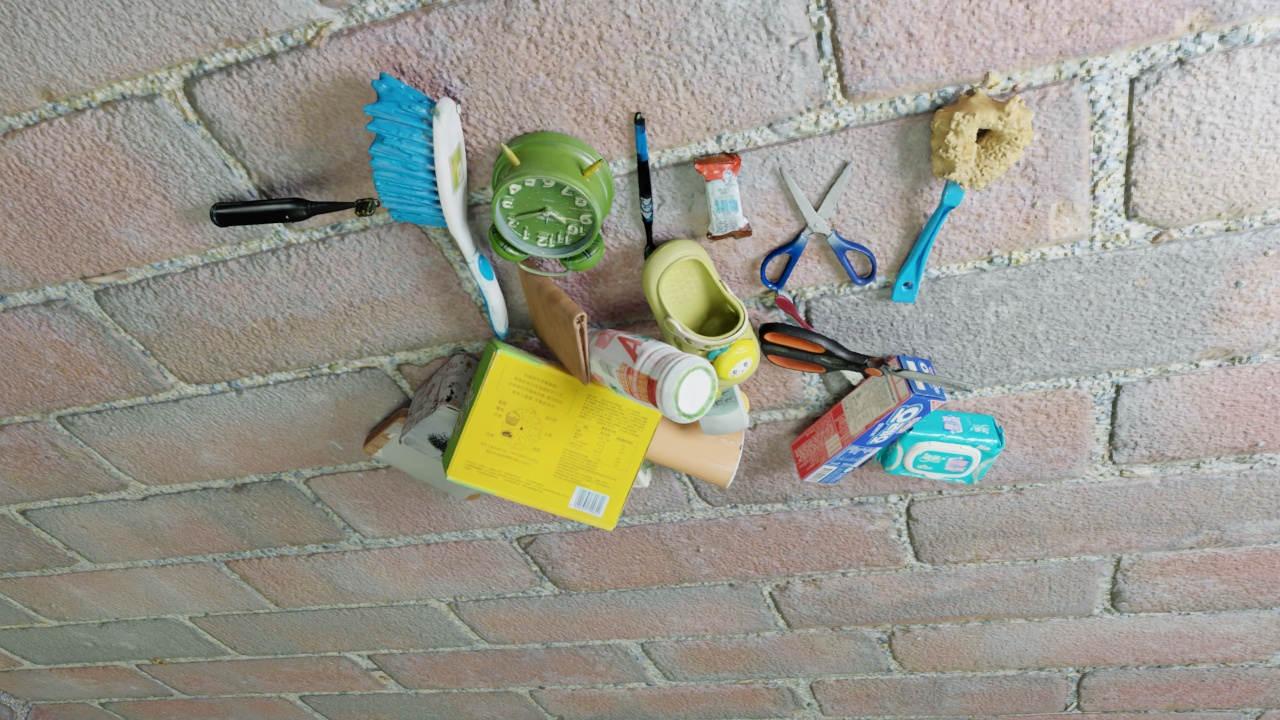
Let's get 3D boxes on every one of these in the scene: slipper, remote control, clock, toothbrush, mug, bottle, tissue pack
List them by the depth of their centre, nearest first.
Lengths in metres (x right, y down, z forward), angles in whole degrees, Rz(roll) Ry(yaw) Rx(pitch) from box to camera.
[{"bbox_3d":[-0.087,-0.139,0.871,0.116,0.056,0.162,10,140,-1],"label":"clock"},{"bbox_3d":[0.006,-0.153,0.873,0.014,0.016,0.190,-2,138,3],"label":"toothbrush"},{"bbox_3d":[-0.335,-0.145,0.887,0.213,0.027,0.026,2,148,27],"label":"toothbrush"},{"bbox_3d":[0.067,-0.035,0.932,0.091,0.081,0.190,-34,124,-3],"label":"slipper"},{"bbox_3d":[-0.006,0.006,0.955,0.197,0.068,0.068,23,161,49],"label":"bottle"},{"bbox_3d":[0.198,-0.022,1.000,0.016,0.017,0.187,-27,132,29],"label":"toothbrush"},{"bbox_3d":[0.079,0.024,1.033,0.056,0.019,0.135,-11,116,19],"label":"remote control"},{"bbox_3d":[0.352,0.101,1.093,0.133,0.050,0.093,7,141,1],"label":"tissue pack"},{"bbox_3d":[0.057,0.103,1.126,0.123,0.078,0.078,16,139,-2],"label":"mug"}]

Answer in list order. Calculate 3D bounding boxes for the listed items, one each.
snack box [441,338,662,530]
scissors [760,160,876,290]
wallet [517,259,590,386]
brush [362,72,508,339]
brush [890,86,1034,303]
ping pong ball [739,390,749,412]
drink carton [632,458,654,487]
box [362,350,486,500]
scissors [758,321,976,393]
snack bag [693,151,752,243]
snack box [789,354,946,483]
[{"bbox_3d":[-0.100,0.085,1.041,0.210,0.070,0.158,21,94,-20],"label":"snack box"},{"bbox_3d":[0.171,-0.121,0.889,0.162,0.012,0.175,29,134,-22],"label":"scissors"},{"bbox_3d":[-0.088,-0.038,0.969,0.020,0.101,0.115,-32,147,-21],"label":"wallet"},{"bbox_3d":[-0.188,-0.130,0.892,0.109,0.060,0.315,12,143,4],"label":"brush"},{"bbox_3d":[0.277,-0.139,0.836,0.083,0.045,0.255,4,144,-3],"label":"brush"},{"bbox_3d":[0.108,0.053,1.080,0.040,0.040,0.040,4,140,3],"label":"ping pong ball"},{"bbox_3d":[-0.029,0.110,1.163,0.054,0.045,0.122,-3,138,26],"label":"drink carton"},{"bbox_3d":[-0.229,0.109,1.177,0.176,0.082,0.261,31,138,-26],"label":"box"},{"bbox_3d":[0.236,0.006,0.977,0.235,0.021,0.149,21,161,-2],"label":"scissors"},{"bbox_3d":[0.078,-0.149,0.857,0.045,0.026,0.105,-10,139,6],"label":"snack bag"},{"bbox_3d":[0.258,0.073,1.059,0.057,0.058,0.208,8,143,-27],"label":"snack box"}]
